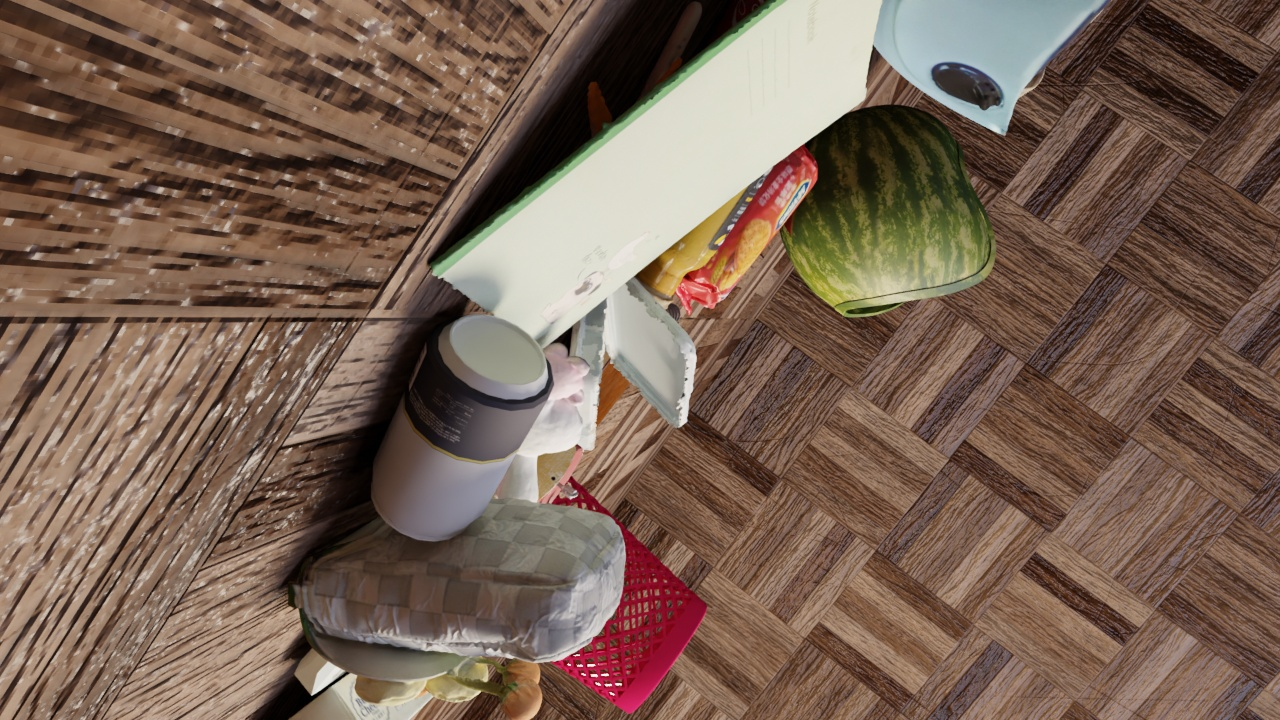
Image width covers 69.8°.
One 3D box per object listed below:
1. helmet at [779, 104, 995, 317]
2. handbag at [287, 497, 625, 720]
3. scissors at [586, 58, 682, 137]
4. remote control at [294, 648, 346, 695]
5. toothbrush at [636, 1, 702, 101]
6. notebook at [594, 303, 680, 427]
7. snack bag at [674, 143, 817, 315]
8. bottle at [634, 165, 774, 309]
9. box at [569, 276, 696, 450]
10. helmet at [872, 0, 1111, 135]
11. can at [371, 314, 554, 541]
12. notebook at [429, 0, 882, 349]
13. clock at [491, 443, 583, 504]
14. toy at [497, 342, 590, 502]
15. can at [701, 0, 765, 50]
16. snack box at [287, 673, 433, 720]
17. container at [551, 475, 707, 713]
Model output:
[{"bbox_3d":[0.285,-0.185,1.119,0.243,0.247,0.213,-8,176,-17],"label":"helmet"},{"bbox_3d":[-0.096,0.143,0.532,0.112,0.172,0.123,-28,116,-73],"label":"handbag"},{"bbox_3d":[-0.020,-0.096,0.465,0.129,0.011,0.125,-44,160,-11],"label":"scissors"},{"bbox_3d":[-0.213,0.206,0.671,0.049,0.024,0.143,-48,176,-10],"label":"remote control"},{"bbox_3d":[-0.009,-0.110,0.500,0.015,0.018,0.182,-40,165,-55],"label":"toothbrush"},{"bbox_3d":[-0.031,0.013,0.915,0.167,0.024,0.225,-53,173,11],"label":"notebook"},{"bbox_3d":[0.077,-0.120,0.779,0.176,0.082,0.082,-51,172,-12],"label":"snack bag"},{"bbox_3d":[0.048,-0.115,0.682,0.186,0.053,0.053,-56,172,20],"label":"bottle"},{"bbox_3d":[0.003,0.000,0.675,0.217,0.110,0.107,105,-13,-74],"label":"box"},{"bbox_3d":[0.196,-0.251,0.486,0.225,0.167,0.266,-61,163,-11],"label":"helmet"},{"bbox_3d":[-0.096,0.040,0.471,0.128,0.064,0.064,-58,171,33],"label":"can"},{"bbox_3d":[0.022,-0.101,0.472,0.252,0.010,0.182,-38,167,1],"label":"notebook"},{"bbox_3d":[-0.098,0.103,0.689,0.116,0.081,0.159,-48,171,-34],"label":"clock"},{"bbox_3d":[-0.073,0.036,0.573,0.126,0.076,0.037,-57,-170,26],"label":"toy"},{"bbox_3d":[0.065,-0.174,0.517,0.097,0.054,0.053,-56,172,25],"label":"can"},{"bbox_3d":[-0.226,0.283,0.746,0.104,0.057,0.207,-38,174,5],"label":"snack box"},{"bbox_3d":[-0.062,0.222,0.902,0.183,0.226,0.183,-52,172,-10],"label":"container"}]
